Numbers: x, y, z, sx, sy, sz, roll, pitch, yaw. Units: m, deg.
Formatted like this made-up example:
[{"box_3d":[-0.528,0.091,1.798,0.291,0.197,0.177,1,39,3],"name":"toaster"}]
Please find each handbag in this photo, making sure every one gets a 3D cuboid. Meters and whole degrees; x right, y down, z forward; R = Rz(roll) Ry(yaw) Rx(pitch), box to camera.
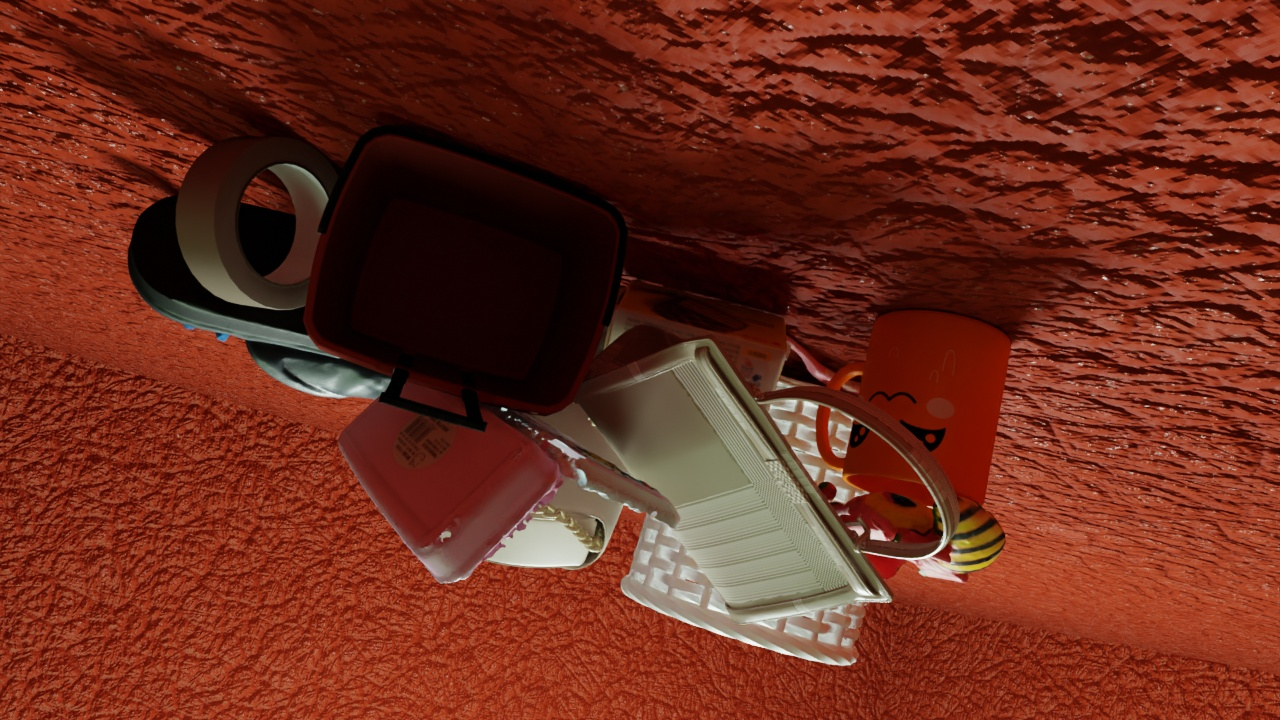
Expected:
[{"box_3d":[-0.110,0.083,0.804,0.208,0.210,0.104,20,125,3],"name":"handbag"},{"box_3d":[0.070,0.058,0.457,0.175,0.062,0.198,55,153,-13],"name":"handbag"}]

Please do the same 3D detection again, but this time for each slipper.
[{"box_3d":[-0.194,-0.024,0.606,0.265,0.108,0.084,16,143,-30],"name":"slipper"}]

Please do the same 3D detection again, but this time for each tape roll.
[{"box_3d":[-0.206,-0.076,0.508,0.030,0.093,0.093,8,165,27],"name":"tape roll"}]

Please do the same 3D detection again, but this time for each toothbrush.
[{"box_3d":[0.132,0.009,0.649,0.135,0.016,0.022,27,168,-39],"name":"toothbrush"}]

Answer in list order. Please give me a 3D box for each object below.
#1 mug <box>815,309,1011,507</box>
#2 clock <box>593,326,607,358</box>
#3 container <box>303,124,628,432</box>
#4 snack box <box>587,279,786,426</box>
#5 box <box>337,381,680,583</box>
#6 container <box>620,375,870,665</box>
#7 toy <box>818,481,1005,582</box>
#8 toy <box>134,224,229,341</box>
[{"box_3d":[0.152,0.030,0.538,0.077,0.095,0.113,26,163,-38],"name":"mug"},{"box_3d":[-0.004,0.004,0.689,0.104,0.056,0.148,0,157,20],"name":"clock"},{"box_3d":[-0.087,-0.039,0.459,0.148,0.127,0.201,18,176,-13],"name":"container"},{"box_3d":[0.030,0.006,0.573,0.106,0.084,0.061,15,-156,3],"name":"snack box"},{"box_3d":[-0.078,0.064,0.501,0.101,0.111,0.201,50,165,-27],"name":"box"},{"box_3d":[0.100,0.120,0.731,0.189,0.186,0.189,16,172,2],"name":"container"},{"box_3d":[0.149,0.095,0.507,0.084,0.046,0.104,47,151,-24],"name":"toy"},{"box_3d":[-0.334,-0.070,0.734,0.112,0.071,0.177,17,156,-18],"name":"toy"}]
